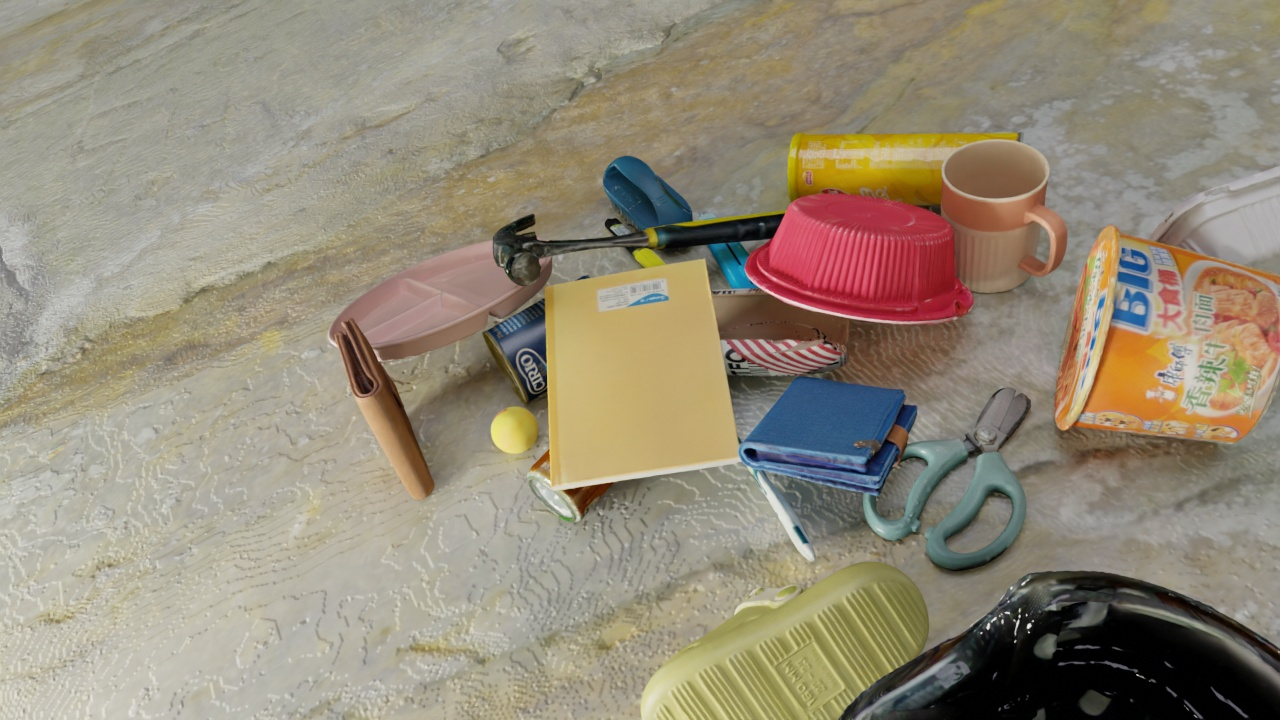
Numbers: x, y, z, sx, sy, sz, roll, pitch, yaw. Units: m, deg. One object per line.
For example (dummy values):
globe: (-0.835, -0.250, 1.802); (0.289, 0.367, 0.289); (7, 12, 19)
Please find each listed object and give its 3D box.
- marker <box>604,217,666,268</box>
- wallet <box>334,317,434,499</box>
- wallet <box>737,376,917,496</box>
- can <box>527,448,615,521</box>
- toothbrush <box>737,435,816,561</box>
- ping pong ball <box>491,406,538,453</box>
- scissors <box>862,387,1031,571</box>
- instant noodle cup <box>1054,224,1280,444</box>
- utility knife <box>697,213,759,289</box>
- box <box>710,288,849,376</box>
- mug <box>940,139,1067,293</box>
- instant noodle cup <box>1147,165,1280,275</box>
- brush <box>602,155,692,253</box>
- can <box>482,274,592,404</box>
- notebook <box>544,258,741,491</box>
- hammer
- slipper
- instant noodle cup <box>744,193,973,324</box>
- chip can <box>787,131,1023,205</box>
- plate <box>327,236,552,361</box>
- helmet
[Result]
marker: (-0.006, -0.116, 0.941); (0.018, 0.015, 0.124); (-29, 43, -12)
wallet: (-0.215, 0.041, 0.772); (0.031, 0.132, 0.107); (-24, 45, -12)
wallet: (0.146, 0.053, 0.692); (0.106, 0.040, 0.132); (9, 25, 25)
can: (-0.025, 0.061, 0.747); (0.058, 0.058, 0.147); (25, 59, 34)
toothbrush: (0.093, 0.083, 0.722); (0.018, 0.016, 0.191); (-16, 44, -13)
ping pong ball: (-0.108, 0.059, 0.785); (0.040, 0.040, 0.040); (-9, 46, 9)
scissors: (0.226, 0.073, 0.690); (0.130, 0.019, 0.184); (8, 49, 24)
instant noodle cup: (0.369, -0.012, 0.645); (0.111, 0.152, 0.151); (13, 52, 16)
utility knife: (0.088, -0.102, 0.896); (0.034, 0.018, 0.159); (-21, 44, -3)
box: (0.096, -0.028, 0.786); (0.163, 0.076, 0.087); (-2, 68, 17)
mug: (0.309, -0.114, 0.778); (0.081, 0.106, 0.114); (-32, 47, -14)
instant noodle cup: (0.479, -0.092, 0.700); (0.173, 0.138, 0.060); (-19, 67, -1)
brush: (0.005, -0.170, 0.945); (0.055, 0.073, 0.144); (-32, 47, -8)
can: (-0.075, -0.020, 0.826); (0.111, 0.075, 0.075); (-31, 47, -13)
notebook: (-0.004, 0.004, 0.739); (0.146, 0.010, 0.206); (-10, 52, 4)
hammer: (0.023, -0.117, 0.851); (0.323, 0.032, 0.126); (-8, 25, -16)
slipper: (0.091, 0.190, 0.587); (0.190, 0.091, 0.081); (-30, 6, 1)
instant noodle cup: (0.186, -0.094, 0.768); (0.194, 0.066, 0.193); (4, 24, -2)
chip can: (0.253, -0.185, 0.885); (0.214, 0.072, 0.071); (4, 49, 21)
plate: (-0.188, -0.061, 0.887); (0.230, 0.028, 0.229); (-17, 25, 8)
helmet: (0.206, 0.246, 0.437); (0.273, 0.157, 0.230); (-45, 53, -12)
